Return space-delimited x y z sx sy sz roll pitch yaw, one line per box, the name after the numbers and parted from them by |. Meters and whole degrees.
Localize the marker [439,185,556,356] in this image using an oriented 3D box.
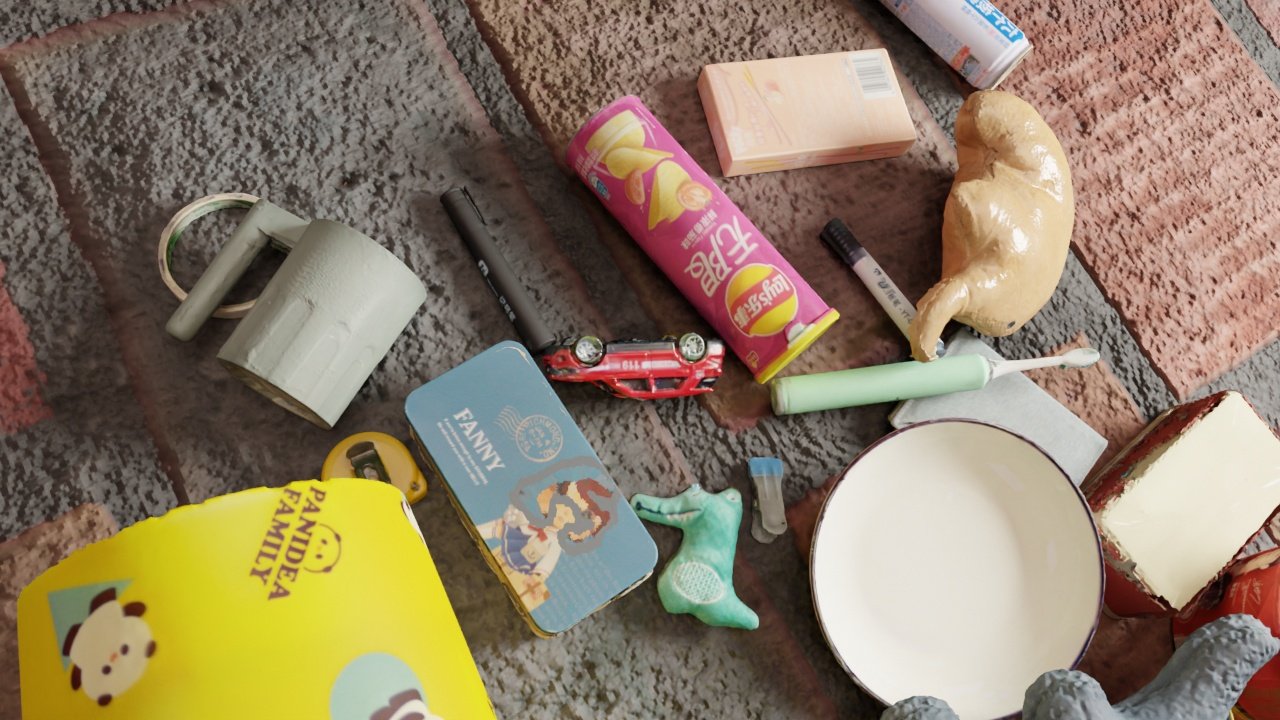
-0.097 -0.062 0.627 0.022 0.020 0.132 -30 78 -10 | marker

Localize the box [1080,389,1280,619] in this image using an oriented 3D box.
0.373 0.095 0.633 0.168 0.077 0.091 -34 81 -20 | box

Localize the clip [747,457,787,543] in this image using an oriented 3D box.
0.085 0.092 0.612 0.024 0.029 0.056 5 60 -12 | clip

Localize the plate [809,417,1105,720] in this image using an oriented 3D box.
0.198 0.133 0.592 0.192 0.039 0.192 1 84 -6 | plate

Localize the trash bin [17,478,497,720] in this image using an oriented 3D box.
-0.160 0.208 0.423 0.229 0.230 0.255 -17 70 -16 | trash bin

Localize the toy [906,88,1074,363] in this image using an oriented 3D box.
0.251 -0.081 0.652 0.143 0.083 0.225 38 60 -28 | toy

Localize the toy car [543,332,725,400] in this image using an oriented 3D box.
-0.004 0.003 0.604 0.120 0.053 0.045 0 90 -15 | toy car

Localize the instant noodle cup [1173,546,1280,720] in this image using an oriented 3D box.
0.431 0.180 0.597 0.138 0.109 0.137 3 71 -10 | instant noodle cup

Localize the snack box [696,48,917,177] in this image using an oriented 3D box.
0.129 -0.193 0.711 0.157 0.026 0.084 -10 74 -14 | snack box

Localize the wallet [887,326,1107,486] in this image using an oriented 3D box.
0.250 0.052 0.645 0.130 0.037 0.106 41 69 7 | wallet

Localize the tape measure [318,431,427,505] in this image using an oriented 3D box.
-0.166 0.073 0.563 0.060 0.029 0.057 -29 78 -19 | tape measure

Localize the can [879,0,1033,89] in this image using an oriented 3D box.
0.253 -0.281 0.750 0.134 0.053 0.053 45 69 6 | can

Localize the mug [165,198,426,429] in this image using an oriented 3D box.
-0.212 -0.030 0.563 0.124 0.084 0.103 27 70 5 | mug

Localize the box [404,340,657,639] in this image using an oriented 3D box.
-0.072 0.074 0.565 0.089 0.060 0.184 -33 82 -20 | box

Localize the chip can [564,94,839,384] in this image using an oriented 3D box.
0.040 -0.084 0.634 0.071 0.071 0.210 -38 81 -20 | chip can

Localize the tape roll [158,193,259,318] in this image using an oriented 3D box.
-0.268 -0.069 0.600 0.085 0.014 0.085 3 71 -9 | tape roll

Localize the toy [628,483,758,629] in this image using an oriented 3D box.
0.035 0.119 0.587 0.096 0.030 0.091 14 64 2 | toy

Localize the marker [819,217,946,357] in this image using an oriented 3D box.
0.174 -0.051 0.666 0.023 0.018 0.130 -36 69 8 | marker

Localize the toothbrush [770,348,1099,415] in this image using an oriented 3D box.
0.201 0.011 0.628 0.224 0.027 0.026 -8 65 1 | toothbrush

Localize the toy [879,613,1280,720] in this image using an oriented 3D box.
0.212 0.256 0.529 0.356 0.091 0.138 -16 103 -8 | toy
